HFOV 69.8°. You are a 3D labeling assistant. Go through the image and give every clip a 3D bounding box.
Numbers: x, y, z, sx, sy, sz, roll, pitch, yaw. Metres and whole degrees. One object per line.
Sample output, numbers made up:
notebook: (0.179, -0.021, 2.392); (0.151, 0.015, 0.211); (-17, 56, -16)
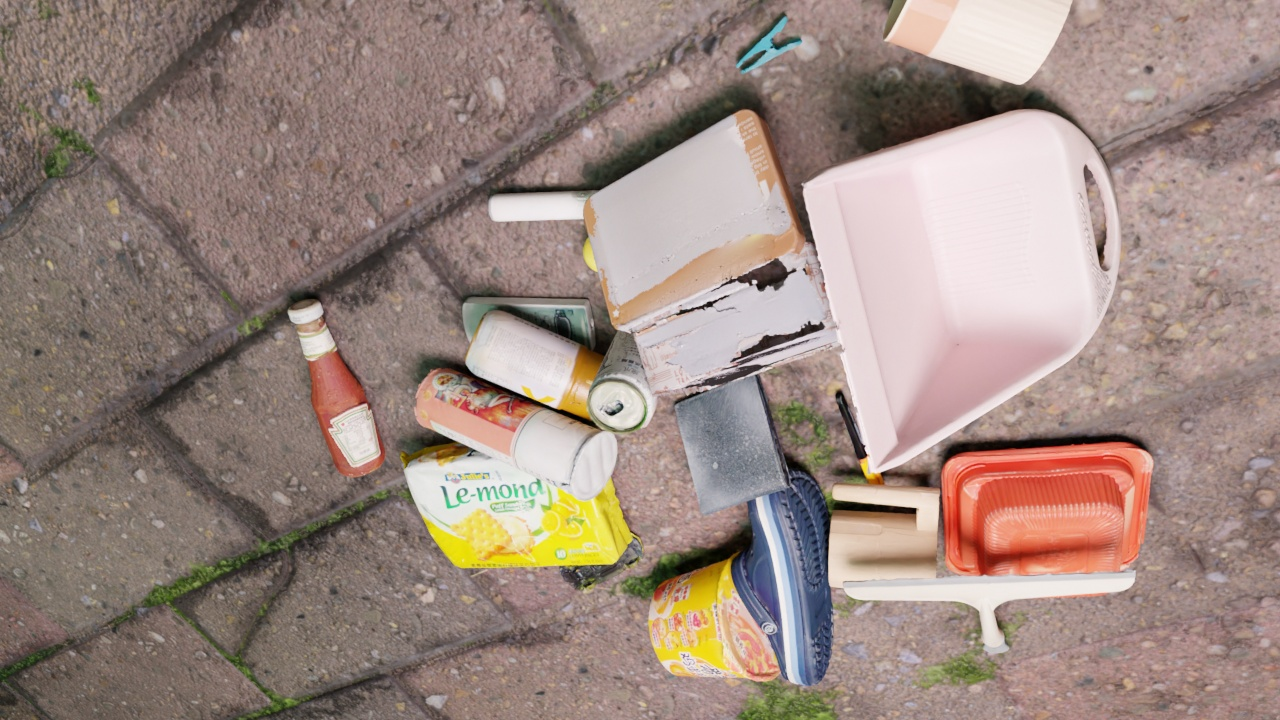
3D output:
clip: (0.101, -0.251, 0.738); (0.057, 0.015, 0.049); (-32, 111, 28)

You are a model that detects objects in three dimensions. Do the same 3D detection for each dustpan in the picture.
dustpan: (0.256, -0.072, 0.681); (0.139, 0.272, 0.222); (-5, 111, 38)

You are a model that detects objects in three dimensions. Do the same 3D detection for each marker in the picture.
marker: (0.218, 0.083, 0.912); (0.015, 0.018, 0.124); (-16, 115, 24)

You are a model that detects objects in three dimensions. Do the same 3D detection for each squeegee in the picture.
squeegee: (0.347, 0.265, 0.909); (0.247, 0.039, 0.246); (-7, 149, 20)

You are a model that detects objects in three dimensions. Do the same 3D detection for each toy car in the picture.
toy car: (-0.045, 0.229, 1.068); (0.105, 0.032, 0.048); (-30, 110, 17)

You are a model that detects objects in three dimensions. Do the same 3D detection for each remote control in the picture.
remote control: (-0.113, -0.036, 0.927); (0.135, 0.019, 0.056); (3, 123, 14)

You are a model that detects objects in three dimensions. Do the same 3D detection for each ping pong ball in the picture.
ping pong ball: (-0.033, -0.101, 0.852); (0.040, 0.040, 0.040); (7, 123, 11)

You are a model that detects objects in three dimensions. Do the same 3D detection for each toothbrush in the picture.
toothbrush: (-0.032, -0.142, 0.834); (0.221, 0.026, 0.026); (1, 144, 15)

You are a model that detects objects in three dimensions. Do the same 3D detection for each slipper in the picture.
slipper: (0.147, 0.223, 0.964); (0.095, 0.104, 0.253); (-2, 112, 27)

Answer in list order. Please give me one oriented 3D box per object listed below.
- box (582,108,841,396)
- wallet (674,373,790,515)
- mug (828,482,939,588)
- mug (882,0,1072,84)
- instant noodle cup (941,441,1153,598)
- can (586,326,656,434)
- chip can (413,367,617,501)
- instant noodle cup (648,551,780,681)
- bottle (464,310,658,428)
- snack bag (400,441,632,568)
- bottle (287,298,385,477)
box: (0.070, -0.085, 0.795); (0.183, 0.156, 0.193); (-21, 79, 25)
wallet: (0.088, 0.082, 0.905); (0.097, 0.019, 0.120); (-23, 70, 25)
mug: (0.245, 0.178, 0.927); (0.104, 0.084, 0.125); (2, 119, 16)
mug: (0.246, -0.268, 0.657); (0.106, 0.081, 0.114); (20, 95, 0)
instant noodle cup: (0.390, 0.162, 0.879); (0.189, 0.078, 0.165); (-7, 123, 14)
can: (-0.005, 0.005, 0.847); (0.058, 0.146, 0.058); (7, 122, 11)
chip can: (-0.130, 0.070, 0.925); (0.215, 0.071, 0.071); (19, 127, 30)
instant noodle cup: (0.083, 0.288, 1.014); (0.110, 0.137, 0.138); (-20, 114, 34)
bottle: (-0.075, 0.014, 0.896); (0.189, 0.067, 0.068); (23, 124, -7)
snack bag: (-0.136, 0.154, 1.023); (0.247, 0.068, 0.158); (-7, 120, 19)
bottle: (-0.337, 0.031, 1.008); (0.060, 0.059, 0.206); (-3, 118, 17)
